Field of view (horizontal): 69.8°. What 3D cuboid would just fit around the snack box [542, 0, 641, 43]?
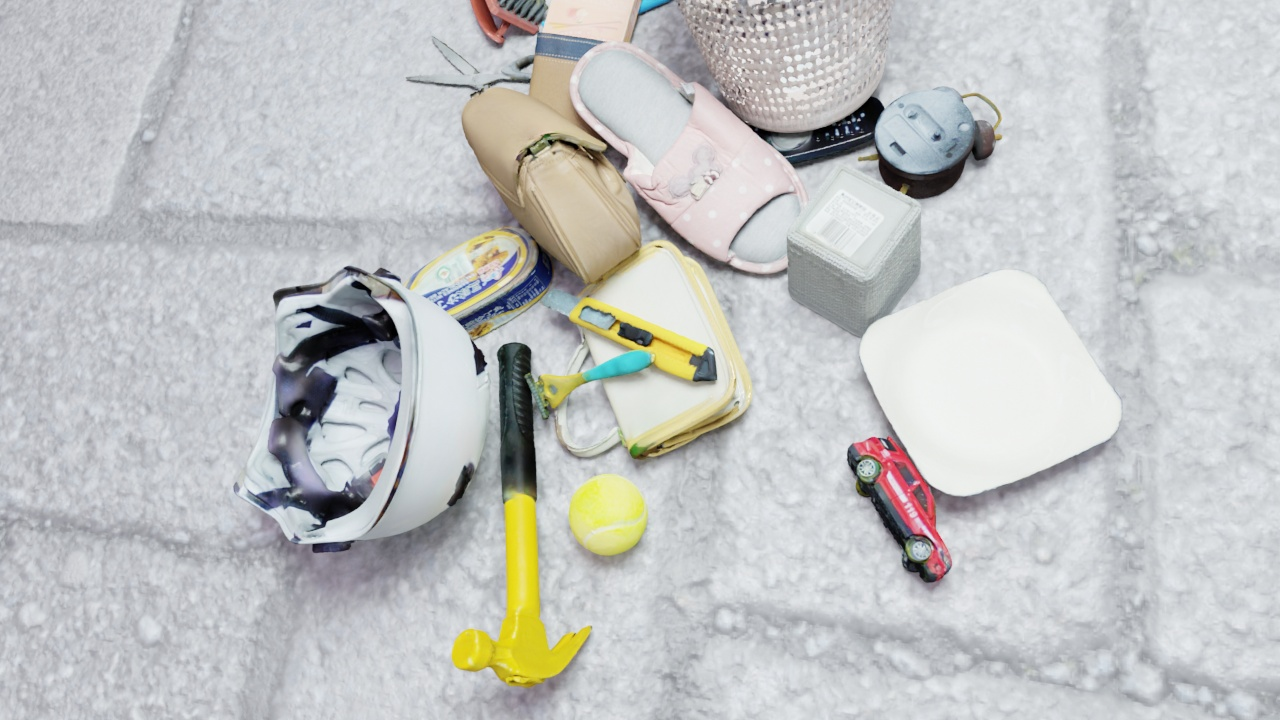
[{"bbox_3d":[-0.043,-0.369,0.927,0.084,0.026,0.157,15,86,8],"label":"snack box"}]

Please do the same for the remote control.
[{"bbox_3d":[0.157,-0.208,0.845,0.136,0.024,0.053,-12,65,10],"label":"remote control"}]

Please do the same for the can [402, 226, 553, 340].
[{"bbox_3d":[-0.156,-0.069,0.862,0.148,0.049,0.074,-28,68,3],"label":"can"}]

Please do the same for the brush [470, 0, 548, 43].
[{"bbox_3d":[-0.156,-0.408,0.977,0.069,0.063,0.145,-38,62,31],"label":"brush"}]

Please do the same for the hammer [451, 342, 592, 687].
[{"bbox_3d":[-0.100,0.117,0.763,0.033,0.128,0.300,-26,53,28],"label":"hammer"}]

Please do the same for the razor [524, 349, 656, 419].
[{"bbox_3d":[-0.039,0.013,0.772,0.133,0.028,0.043,-20,94,33],"label":"razor"}]

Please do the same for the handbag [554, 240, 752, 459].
[{"bbox_3d":[-0.005,0.005,0.803,0.179,0.063,0.163,-30,66,18],"label":"handbag"}]

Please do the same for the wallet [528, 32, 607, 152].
[{"bbox_3d":[-0.069,-0.256,0.894,0.090,0.033,0.115,14,100,19],"label":"wallet"}]

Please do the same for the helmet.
[{"bbox_3d":[-0.212,0.046,0.770,0.259,0.145,0.229,-1,80,40],"label":"helmet"}]

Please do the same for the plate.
[{"bbox_3d":[0.272,0.019,0.730,0.163,0.034,0.164,-23,66,1],"label":"plate"}]

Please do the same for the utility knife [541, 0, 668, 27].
[{"bbox_3d":[-0.023,-0.365,0.948,0.162,0.018,0.034,-20,68,6],"label":"utility knife"}]

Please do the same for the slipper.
[{"bbox_3d":[0.042,-0.186,0.821,0.114,0.054,0.274,-45,81,8],"label":"slipper"}]

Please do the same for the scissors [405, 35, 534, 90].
[{"bbox_3d":[-0.165,-0.293,0.961,0.159,0.014,0.178,-22,67,5],"label":"scissors"}]

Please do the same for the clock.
[{"bbox_3d":[0.257,-0.194,0.800,0.122,0.055,0.082,-34,66,0],"label":"clock"}]

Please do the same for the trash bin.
[{"bbox_3d":[0.127,-0.314,0.785,0.228,0.192,0.227,-9,56,13],"label":"trash bin"}]

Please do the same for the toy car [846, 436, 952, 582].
[{"bbox_3d":[0.203,0.112,0.709,0.045,0.053,0.120,-26,66,1],"label":"toy car"}]

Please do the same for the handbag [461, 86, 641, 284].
[{"bbox_3d":[-0.075,-0.160,0.802,0.099,0.148,0.204,-39,40,-4],"label":"handbag"}]

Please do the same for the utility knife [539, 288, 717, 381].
[{"bbox_3d":[-0.015,-0.024,0.772,0.192,0.015,0.033,24,93,31],"label":"utility knife"}]

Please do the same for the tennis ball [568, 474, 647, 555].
[{"bbox_3d":[-0.027,0.127,0.754,0.065,0.065,0.065,-4,70,12],"label":"tennis ball"}]

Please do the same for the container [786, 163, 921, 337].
[{"bbox_3d":[0.175,-0.091,0.752,0.090,0.114,0.090,33,81,21],"label":"container"}]
